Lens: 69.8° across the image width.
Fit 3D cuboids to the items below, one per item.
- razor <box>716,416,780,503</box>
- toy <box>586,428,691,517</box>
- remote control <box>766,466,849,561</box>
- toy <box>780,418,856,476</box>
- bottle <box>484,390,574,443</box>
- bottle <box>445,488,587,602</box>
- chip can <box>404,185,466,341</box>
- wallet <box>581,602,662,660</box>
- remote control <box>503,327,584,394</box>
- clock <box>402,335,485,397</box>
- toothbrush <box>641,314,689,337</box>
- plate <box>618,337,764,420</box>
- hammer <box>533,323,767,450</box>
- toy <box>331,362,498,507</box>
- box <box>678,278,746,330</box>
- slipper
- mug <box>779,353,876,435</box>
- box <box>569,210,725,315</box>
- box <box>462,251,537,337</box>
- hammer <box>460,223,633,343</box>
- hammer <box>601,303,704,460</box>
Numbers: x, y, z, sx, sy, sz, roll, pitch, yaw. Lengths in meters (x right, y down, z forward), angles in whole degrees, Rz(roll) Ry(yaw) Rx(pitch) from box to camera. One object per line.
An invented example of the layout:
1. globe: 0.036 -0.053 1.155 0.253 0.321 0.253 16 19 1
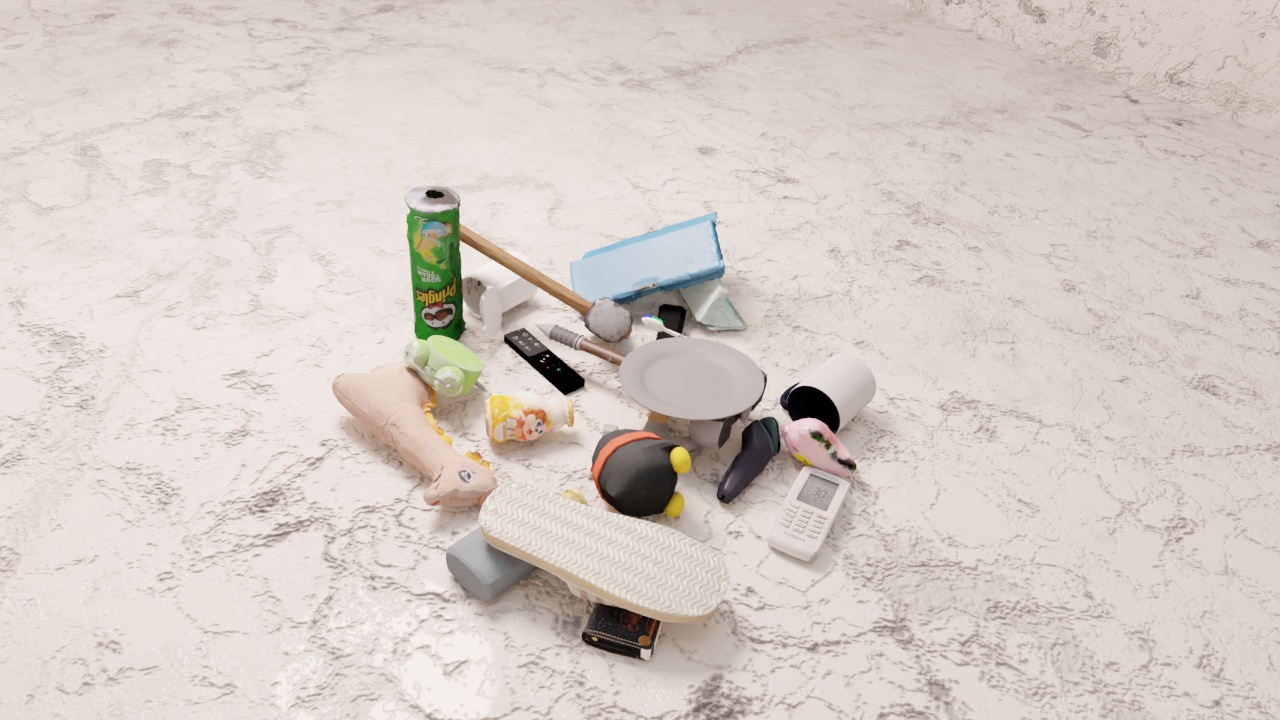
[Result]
1. razor: 0.130 0.122 1.118 0.052 0.047 0.142 40 47 4
2. toy: -0.010 0.122 1.054 0.099 0.098 0.119 -7 30 -27
3. remote control: 0.195 0.176 1.064 0.060 0.025 0.138 20 39 19
4. toy: 0.210 0.101 1.127 0.050 0.102 0.093 -55 32 -14
5. bottle: -0.137 0.068 1.134 0.108 0.063 0.063 -3 38 -10
6. bottle: -0.125 0.190 0.988 0.072 0.046 0.160 32 44 31
7. chip can: -0.277 -0.127 1.244 0.075 0.224 0.075 4 40 -4
8. wallet: -0.007 0.248 0.947 0.072 0.019 0.122 13 37 11
9. remote control: -0.134 -0.001 1.270 0.034 0.013 0.150 -23 45 -33
10. clock: -0.248 0.007 1.166 0.094 0.043 0.119 37 16 13
11. toothbrush: 0.085 -0.019 1.273 0.186 0.015 0.016 25 26 -10
12. plate: 0.062 0.024 1.131 0.178 0.012 0.178 2 33 -2
13. hammer: -0.005 0.008 1.193 0.322 0.043 0.155 22 38 23
14. toy: -0.252 0.077 1.113 0.264 0.065 0.195 32 34 23
15. box: 0.102 -0.120 1.427 0.096 0.086 0.198 18 30 -31
16. slipper: -0.040 0.199 0.943 0.263 0.052 0.114 19 41 7
17. mug: 0.239 0.046 1.212 0.112 0.079 0.096 0 25 44
18. box: 0.007 -0.162 1.384 0.232 0.066 0.172 -16 41 13
19. box: -0.208 -0.096 1.325 0.119 0.085 0.159 22 40 33
20. hammer: -0.155 -0.121 1.275 0.328 0.052 0.098 31 -1 -5
21. hammer: 0.031 0.023 1.240 0.131 0.039 0.327 8 36 1
